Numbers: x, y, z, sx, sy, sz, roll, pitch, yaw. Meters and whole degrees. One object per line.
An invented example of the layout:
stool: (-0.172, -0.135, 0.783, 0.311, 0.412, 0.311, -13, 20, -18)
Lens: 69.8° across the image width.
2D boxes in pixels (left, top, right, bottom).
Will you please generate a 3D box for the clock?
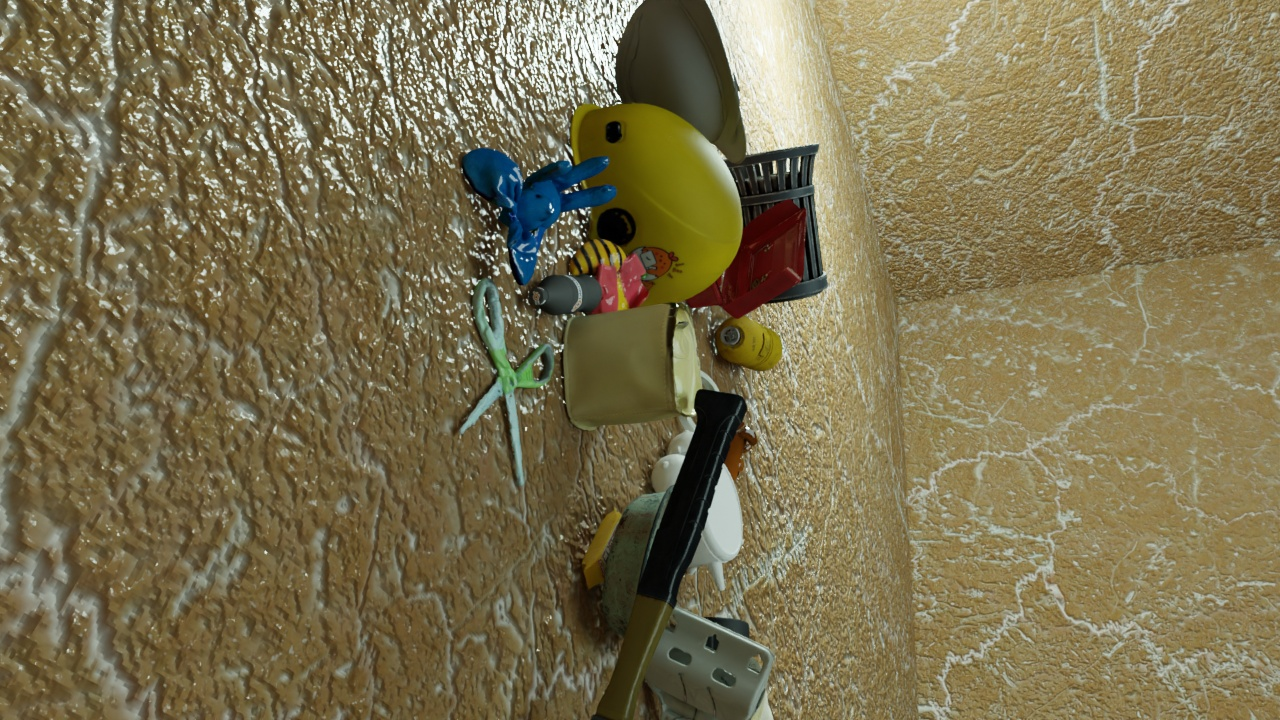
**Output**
clock: (0.060, 0.171, 1.053, 0.161, 0.073, 0.125, 69, 24, -12)

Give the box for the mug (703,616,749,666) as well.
mug: (0.078, 0.326, 0.996, 0.114, 0.078, 0.087, 67, 23, -62)

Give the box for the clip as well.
clip: (0.057, 0.330, 0.916, 0.072, 0.125, 0.143, 9, 99, -64)

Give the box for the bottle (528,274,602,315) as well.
bottle: (-0.070, -0.060, 0.840, 0.109, 0.036, 0.036, -15, 95, -68)

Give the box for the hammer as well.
hammer: (0.021, 0.171, 0.750, 0.332, 0.118, 0.025, -67, 149, -25)

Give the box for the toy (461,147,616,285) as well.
toy: (-0.088, -0.140, 0.790, 0.175, 0.071, 0.113, -42, 119, -52)

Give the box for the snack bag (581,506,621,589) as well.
snack bag: (-0.033, 0.175, 0.867, 0.099, 0.020, 0.026, -58, 134, -59)

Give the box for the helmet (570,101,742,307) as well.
helmet: (0.032, -0.179, 1.001, 0.208, 0.140, 0.240, -68, 143, -52)

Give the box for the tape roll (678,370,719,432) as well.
tape roll: (0.075, 0.057, 1.153, 0.093, 0.013, 0.093, 26, 54, -43)

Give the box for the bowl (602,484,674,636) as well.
bowl: (-0.002, 0.191, 0.865, 0.157, 0.038, 0.157, 12, 89, -78)

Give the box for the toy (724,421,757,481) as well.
toy: (0.102, 0.119, 1.208, 0.102, 0.071, 0.090, 0, 95, -45)

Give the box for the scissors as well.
scissors: (-0.111, 0.014, 0.748, 0.171, 0.022, 0.174, -55, 137, -64)

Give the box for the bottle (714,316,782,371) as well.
bottle: (0.155, -0.026, 1.341, 0.163, 0.071, 0.071, 15, 68, -66)

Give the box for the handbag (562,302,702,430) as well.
handbag: (-0.005, 0.005, 0.867, 0.081, 0.119, 0.111, 17, 66, -64)

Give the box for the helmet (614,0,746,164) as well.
helmet: (0.031, -0.333, 1.104, 0.183, 0.117, 0.271, 59, -6, 46)

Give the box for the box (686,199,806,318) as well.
box: (0.108, -0.164, 1.225, 0.168, 0.154, 0.156, 33, 43, -22)

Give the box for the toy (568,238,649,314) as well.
toy: (-0.030, -0.074, 0.925, 0.084, 0.046, 0.103, -38, 123, -18)

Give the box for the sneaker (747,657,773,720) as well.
sneaker: (0.106, 0.457, 1.035, 0.240, 0.089, 0.102, -73, 155, -55)

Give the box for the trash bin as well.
trash bin: (0.212, -0.213, 1.443, 0.164, 0.164, 0.227, -37, 120, -65)
